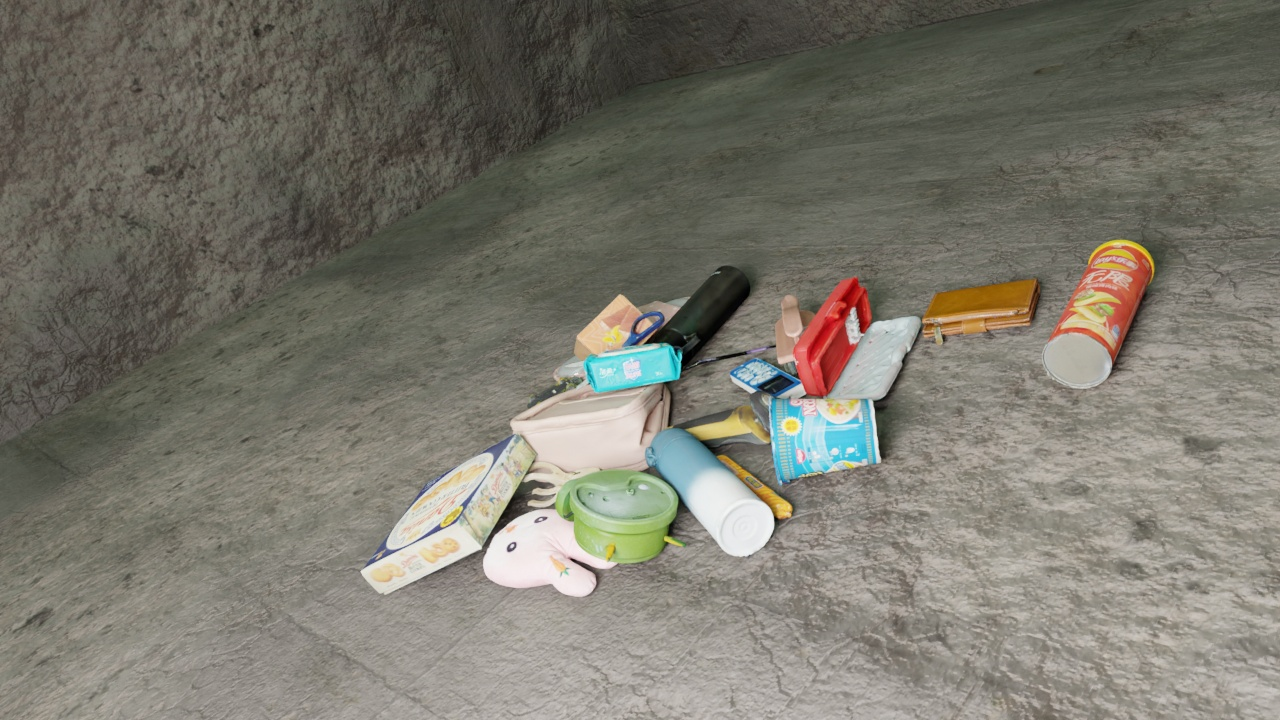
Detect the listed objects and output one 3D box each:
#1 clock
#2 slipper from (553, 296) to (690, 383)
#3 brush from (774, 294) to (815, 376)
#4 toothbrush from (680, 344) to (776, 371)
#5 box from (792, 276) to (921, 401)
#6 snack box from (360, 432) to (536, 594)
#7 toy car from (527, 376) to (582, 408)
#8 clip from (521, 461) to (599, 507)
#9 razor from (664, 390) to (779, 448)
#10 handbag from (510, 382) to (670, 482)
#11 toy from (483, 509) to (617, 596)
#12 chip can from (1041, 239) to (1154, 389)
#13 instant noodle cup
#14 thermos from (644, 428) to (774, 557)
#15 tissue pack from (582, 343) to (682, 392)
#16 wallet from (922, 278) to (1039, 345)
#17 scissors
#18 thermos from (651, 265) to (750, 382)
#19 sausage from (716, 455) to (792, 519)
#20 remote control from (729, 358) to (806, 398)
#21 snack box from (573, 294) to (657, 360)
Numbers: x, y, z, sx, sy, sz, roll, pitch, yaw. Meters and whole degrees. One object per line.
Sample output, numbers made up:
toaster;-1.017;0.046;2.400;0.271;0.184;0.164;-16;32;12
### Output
clock;-0.027;0.162;1.004;0.116;0.056;0.161;-4;23;-26
slipper;-0.024;-0.042;1.472;0.274;0.054;0.114;-31;26;-17
brush;0.214;-0.039;1.248;0.063;0.073;0.145;-17;23;13
toothbrush;0.104;-0.003;1.297;0.189;0.017;0.014;-13;7;-7
box;0.275;-0.030;1.149;0.100;0.095;0.200;-7;27;36
snack box;-0.232;0.186;1.129;0.178;0.046;0.182;-29;18;30
toy car;-0.126;0.056;1.378;0.091;0.036;0.043;-28;26;-15
clip;-0.100;0.165;1.158;0.104;0.087;0.034;10;28;2
razor;0.103;0.078;1.117;0.168;0.067;0.062;-14;23;31
handbag;-0.047;0.071;1.246;0.194;0.093;0.233;-9;19;23
toy;-0.100;0.213;1.020;0.160;0.054;0.121;7;34;35
chip can;0.517;-0.055;1.030;0.073;0.073;0.215;1;34;41
instant noodle cup;0.200;0.082;0.996;0.110;0.099;0.099;-7;27;12
thermos;0.069;0.137;1.016;0.070;0.070;0.220;-27;25;-11
tissue pack;-0.007;0.007;1.219;0.133;0.050;0.093;-9;4;-1
wallet;0.430;-0.065;1.164;0.131;0.035;0.118;-7;28;34
scissors;-0.019;-0.014;1.295;0.162;0.012;0.162;9;59;14
thermos;0.094;-0.059;1.392;0.090;0.068;0.241;-18;22;44
sausage;0.122;0.139;1.019;0.021;0.021;0.165;-29;25;-14
remote control;0.166;0.030;1.203;0.049;0.024;0.125;-28;24;-13
snack box;-0.038;-0.029;1.364;0.094;0.077;0.093;-45;-5;-15
